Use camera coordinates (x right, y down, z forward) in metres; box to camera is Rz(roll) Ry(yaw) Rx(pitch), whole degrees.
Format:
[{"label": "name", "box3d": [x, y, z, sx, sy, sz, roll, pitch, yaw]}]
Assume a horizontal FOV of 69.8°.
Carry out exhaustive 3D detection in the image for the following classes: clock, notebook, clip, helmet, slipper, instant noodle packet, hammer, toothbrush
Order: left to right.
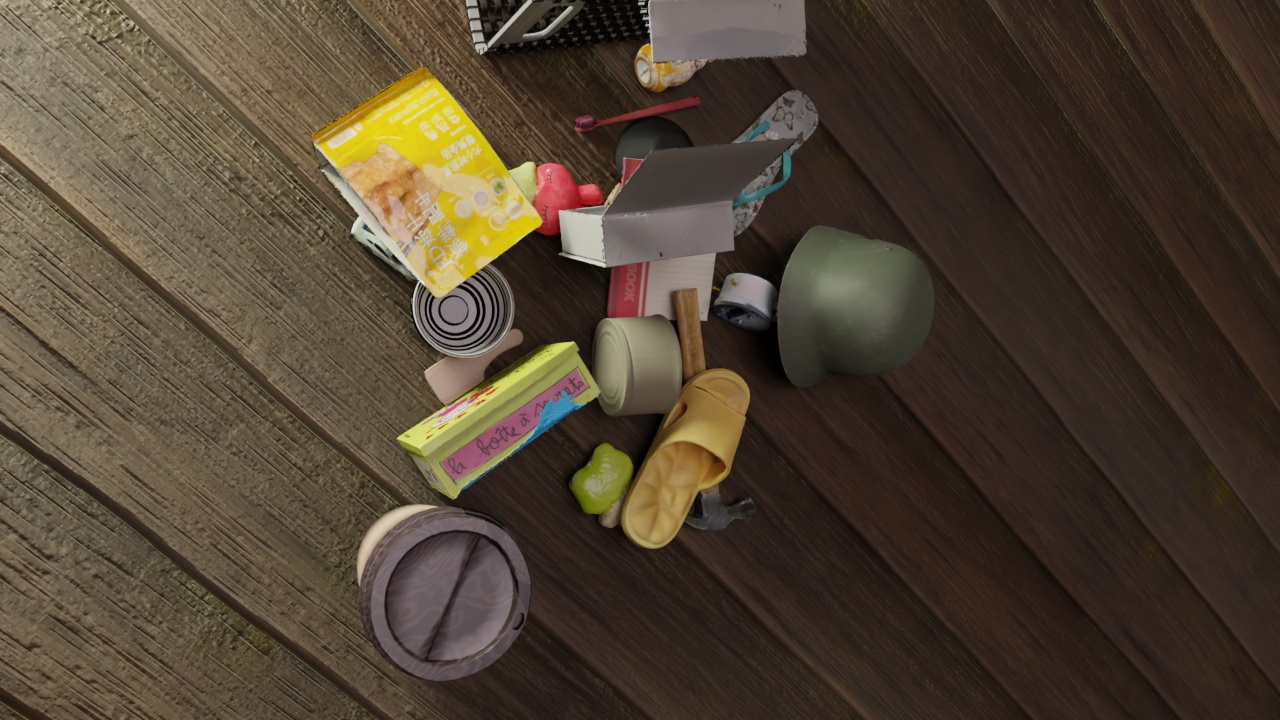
[{"label": "instant noodle packet", "box3d": [-0.242, -0.199, 1.059, 0.162, 0.084, 0.221, -40, 91, -21]}, {"label": "clip", "box3d": [-0.040, -0.207, 1.207, 0.045, 0.025, 0.061, 17, 75, -24]}, {"label": "toothbrush", "box3d": [-0.002, -0.333, 1.226, 0.189, 0.016, 0.016, -19, 139, -23]}, {"label": "notebook", "box3d": [0.034, -0.155, 1.214, 0.152, 0.012, 0.209, -1, 105, -26]}, {"label": "slipper", "box3d": [0.065, 0.121, 1.175, 0.099, 0.078, 0.263, 36, 74, -17]}, {"label": "hammer", "box3d": [0.077, 0.068, 1.239, 0.132, 0.033, 0.330, -9, 96, -22]}, {"label": "clock", "box3d": [0.156, -0.073, 1.259, 0.117, 0.083, 0.057, 26, 72, -20]}, {"label": "slipper", "box3d": [0.167, -0.284, 1.284, 0.098, 0.055, 0.268, 41, 73, -16]}, {"label": "helmet", "box3d": [0.318, -0.072, 1.262, 0.266, 0.154, 0.227, -35, 124, -48]}]

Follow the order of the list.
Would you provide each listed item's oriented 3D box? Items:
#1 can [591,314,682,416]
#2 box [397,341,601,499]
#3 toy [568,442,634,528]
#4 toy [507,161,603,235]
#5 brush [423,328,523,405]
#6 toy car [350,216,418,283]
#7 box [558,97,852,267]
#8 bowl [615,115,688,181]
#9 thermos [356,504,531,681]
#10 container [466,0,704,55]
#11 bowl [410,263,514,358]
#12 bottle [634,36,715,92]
[{"label": "can", "box3d": [-0.007, 0.007, 1.160, 0.073, 0.128, 0.128, -4, 91, -22]}, {"label": "box", "box3d": [-0.166, 0.064, 1.092, 0.220, 0.124, 0.079, -37, 106, -19]}, {"label": "toy", "box3d": [-0.035, 0.170, 1.191, 0.118, 0.043, 0.092, 48, 69, -19]}, {"label": "toy", "box3d": [-0.110, -0.204, 1.161, 0.135, 0.045, 0.091, 12, 86, -17]}, {"label": "brush", "box3d": [-0.202, 0.001, 1.137, 0.135, 0.015, 0.050, -35, 103, -26]}, {"label": "toy car", "box3d": [-0.290, -0.137, 1.089, 0.105, 0.033, 0.048, 39, 73, -20]}, {"label": "box", "box3d": [0.046, -0.166, 0.985, 0.166, 0.419, 0.108, -11, 92, -22]}, {"label": "bowl", "box3d": [0.033, -0.270, 1.222, 0.124, 0.053, 0.124, 1, 89, -24]}, {"label": "thermos", "box3d": [-0.229, 0.235, 1.002, 0.172, 0.226, 0.172, 1, 89, -24]}, {"label": "container", "box3d": [-0.064, -0.520, 1.083, 0.243, 0.248, 0.245, -12, 94, -27]}, {"label": "bowl", "box3d": [-0.218, -0.062, 1.099, 0.120, 0.066, 0.120, 1, 89, -24]}, {"label": "bottle", "box3d": [0.048, -0.401, 1.226, 0.109, 0.063, 0.063, -24, 99, -23]}]
